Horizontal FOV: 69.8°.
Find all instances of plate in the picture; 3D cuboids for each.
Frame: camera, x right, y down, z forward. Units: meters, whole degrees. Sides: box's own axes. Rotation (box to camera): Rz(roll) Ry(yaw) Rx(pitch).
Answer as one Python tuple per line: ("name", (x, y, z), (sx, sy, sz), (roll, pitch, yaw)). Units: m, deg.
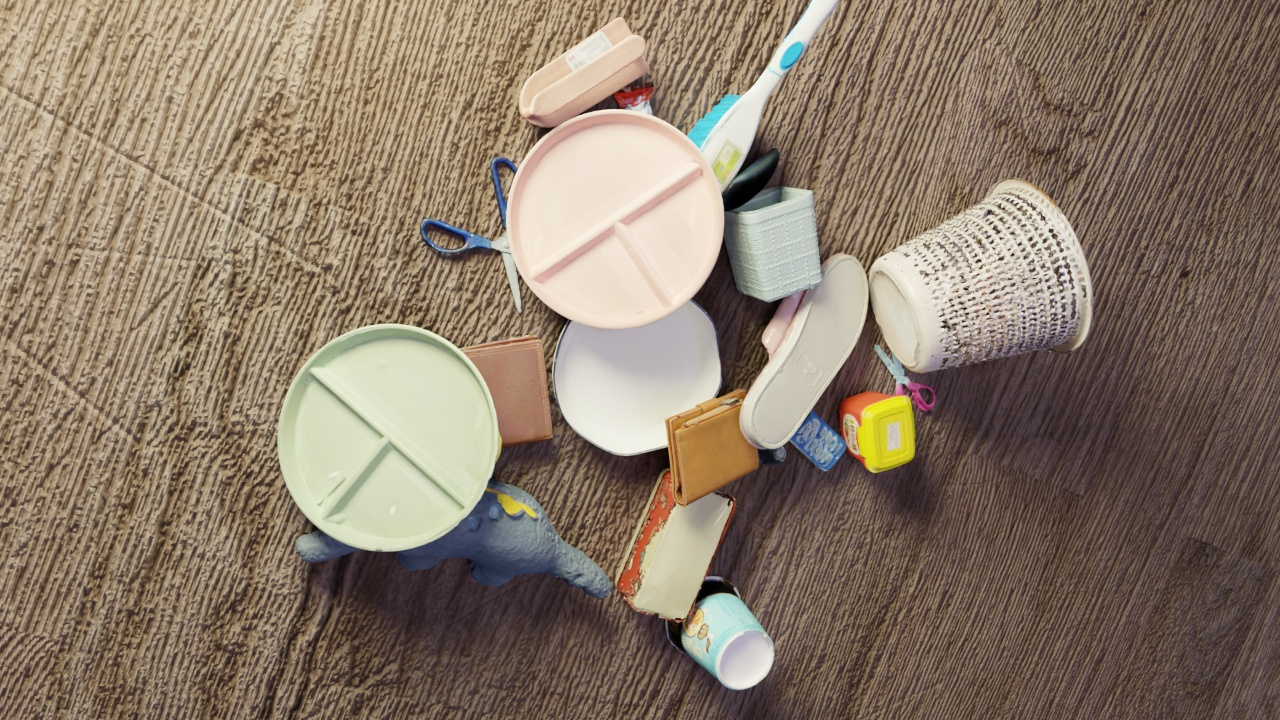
("plate", (-0.006, 0.006, 1.059), (0.204, 0.045, 0.205), (-4, 102, -20))
("plate", (-0.255, 0.078, 0.933), (0.230, 0.027, 0.230), (0, 85, 5))
("plate", (-0.027, -0.148, 0.975), (0.229, 0.028, 0.229), (0, 97, 1))

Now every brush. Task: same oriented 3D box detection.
("brush", (0.124, -0.290, 1.011), (0.060, 0.109, 0.314), (31, 89, -22))
("brush", (-0.063, -0.294, 0.957), (0.145, 0.073, 0.063), (-35, 111, -9))

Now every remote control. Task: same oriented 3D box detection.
("remote control", (0.127, -0.202, 1.034), (0.024, 0.053, 0.136), (38, 43, 7))
("remote control", (0.208, 0.087, 1.170), (0.125, 0.024, 0.049), (43, 84, -19))

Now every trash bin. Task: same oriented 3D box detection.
("trash bin", (0.398, -0.084, 1.120), (0.192, 0.227, 0.227), (-20, 108, -3))

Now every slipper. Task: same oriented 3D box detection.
("slipper", (0.194, -0.013, 1.118), (0.114, 0.054, 0.274), (42, 71, -32))

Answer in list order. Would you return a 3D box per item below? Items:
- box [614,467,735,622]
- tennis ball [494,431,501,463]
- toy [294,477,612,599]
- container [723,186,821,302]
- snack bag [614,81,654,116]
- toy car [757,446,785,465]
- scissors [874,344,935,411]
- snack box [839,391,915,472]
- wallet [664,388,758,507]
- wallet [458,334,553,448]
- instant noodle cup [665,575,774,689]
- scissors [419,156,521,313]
("box", (0.043, 0.224, 1.107), (0.091, 0.077, 0.168), (21, 92, -24))
("tennis ball", (-0.180, 0.089, 0.972), (0.065, 0.065, 0.065), (-5, 103, -21))
("toy", (-0.182, 0.191, 1.006), (0.356, 0.091, 0.138), (16, 107, -21))
("container", (0.152, -0.135, 1.069), (0.090, 0.090, 0.111), (-20, 111, -16))
("snack bag", (0.002, -0.253, 1.014), (0.048, 0.026, 0.104), (-8, 104, 8))
("toy car", (0.148, 0.093, 1.140), (0.090, 0.043, 0.034), (54, 46, -17))
("scissors", (0.354, 0.022, 1.220), (0.093, 0.017, 0.137), (-18, 103, -16))
("snack box", (0.302, 0.087, 1.176), (0.082, 0.080, 0.091), (-15, 106, -17))
("wallet", (0.085, 0.099, 1.070), (0.131, 0.031, 0.108), (-20, 109, -41))
("wallet", (-0.153, 0.039, 1.017), (0.101, 0.032, 0.124), (-10, 104, -15))
("instant noodle cup", (0.103, 0.340, 1.131), (0.111, 0.120, 0.111), (-5, 103, -21))
("scissors", (-0.152, -0.136, 0.989), (0.175, 0.012, 0.162), (8, 98, -23))
